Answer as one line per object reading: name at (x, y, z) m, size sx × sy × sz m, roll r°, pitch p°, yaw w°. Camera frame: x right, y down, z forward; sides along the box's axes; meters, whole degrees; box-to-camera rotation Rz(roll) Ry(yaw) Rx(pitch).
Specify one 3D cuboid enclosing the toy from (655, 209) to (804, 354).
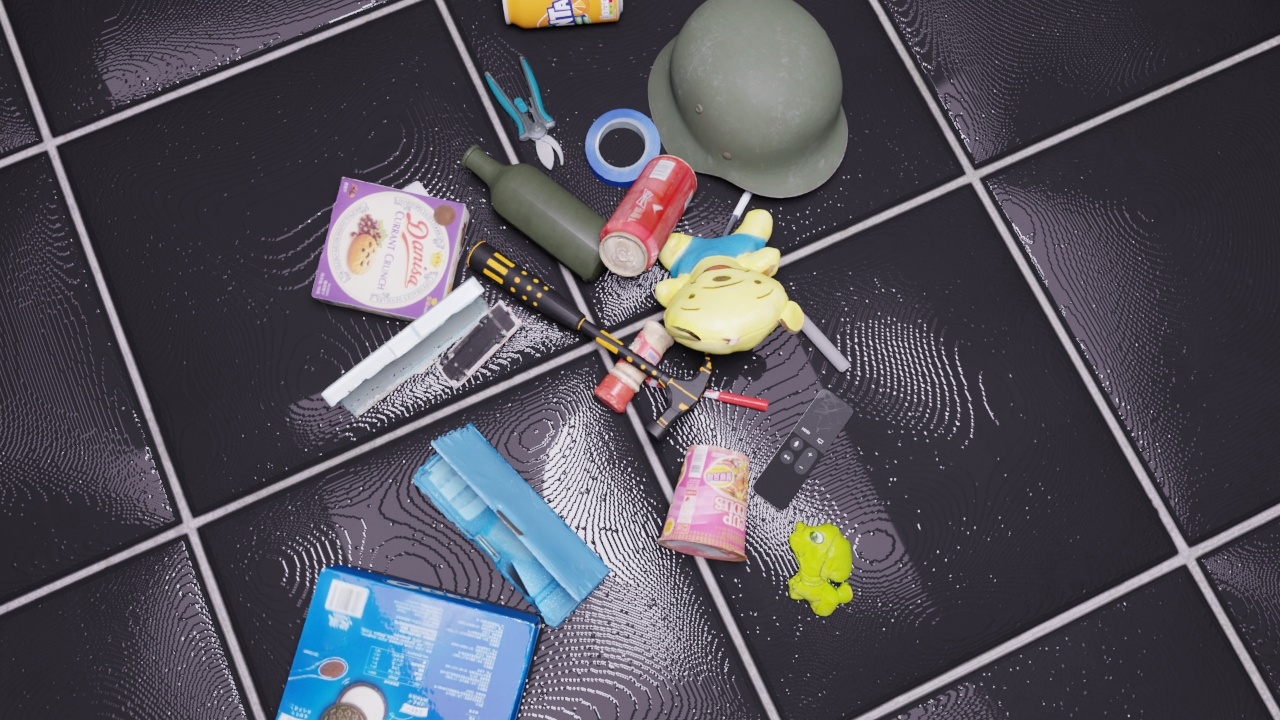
toy at (0.091, -0.076, 1.000) m, size 0.149 × 0.084 × 0.213 m, roll -14°, pitch 36°, yaw 4°

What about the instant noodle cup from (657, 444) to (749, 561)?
instant noodle cup at (0.076, 0.153, 0.994) m, size 0.098 × 0.098 × 0.108 m, roll 12°, pitch 71°, yaw 1°

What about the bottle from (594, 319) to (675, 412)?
bottle at (-0.006, 0.006, 1.044) m, size 0.044 × 0.044 × 0.109 m, roll 35°, pitch 80°, yaw 6°

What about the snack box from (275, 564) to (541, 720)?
snack box at (-0.244, 0.340, 0.963) m, size 0.239 × 0.056 × 0.195 m, roll 14°, pitch 81°, yaw 1°

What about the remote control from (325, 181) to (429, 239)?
remote control at (-0.310, -0.166, 1.087) m, size 0.131 × 0.012 × 0.033 m, roll -35°, pitch 81°, yaw -7°

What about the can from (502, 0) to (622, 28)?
can at (-0.095, -0.449, 1.114) m, size 0.142 × 0.079 × 0.079 m, roll -5°, pitch 79°, yaw -2°

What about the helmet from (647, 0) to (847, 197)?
helmet at (0.135, -0.322, 1.054) m, size 0.227 × 0.154 × 0.267 m, roll -33°, pitch 81°, yaw -7°

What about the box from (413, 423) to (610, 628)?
box at (-0.141, 0.173, 0.977) m, size 0.094 × 0.102 × 0.231 m, roll -43°, pitch 82°, yaw -10°

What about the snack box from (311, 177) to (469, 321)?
snack box at (-0.285, -0.123, 1.056) m, size 0.148 × 0.040 × 0.143 m, roll 12°, pitch 82°, yaw -3°

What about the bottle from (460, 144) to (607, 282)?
bottle at (-0.119, -0.177, 1.064) m, size 0.207 × 0.071 × 0.071 m, roll 38°, pitch 80°, yaw 6°

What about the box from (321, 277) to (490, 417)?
box at (-0.250, -0.015, 0.995) m, size 0.197 × 0.136 × 0.049 m, roll -38°, pitch 84°, yaw -8°

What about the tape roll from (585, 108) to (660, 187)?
tape roll at (-0.021, -0.257, 1.109) m, size 0.091 × 0.016 × 0.093 m, roll -22°, pitch 80°, yaw -5°

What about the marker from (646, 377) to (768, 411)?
marker at (0.077, 0.037, 1.054) m, size 0.142 × 0.013 × 0.012 m, roll 12°, pitch 78°, yaw 1°

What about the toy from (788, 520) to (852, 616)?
toy at (0.197, 0.226, 1.007) m, size 0.094 × 0.036 × 0.093 m, roll 35°, pitch 87°, yaw 5°

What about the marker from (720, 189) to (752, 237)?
marker at (0.134, -0.209, 1.105) m, size 0.011 × 0.011 × 0.152 m, roll 28°, pitch 80°, yaw 4°

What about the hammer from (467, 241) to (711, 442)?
hammer at (-0.064, -0.044, 1.030) m, size 0.320 × 0.036 × 0.123 m, roll 34°, pitch 78°, yaw 15°

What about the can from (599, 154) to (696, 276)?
can at (0.010, -0.164, 1.029) m, size 0.067 × 0.067 × 0.169 m, roll 24°, pitch 46°, yaw 4°

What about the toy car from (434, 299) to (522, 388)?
toy car at (-0.181, -0.018, 1.044) m, size 0.113 × 0.039 × 0.039 m, roll -43°, pitch 82°, yaw 19°

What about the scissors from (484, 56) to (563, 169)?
scissors at (-0.140, -0.304, 1.116) m, size 0.153 × 0.019 × 0.128 m, roll 20°, pitch 81°, yaw 1°

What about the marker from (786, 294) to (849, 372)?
marker at (0.192, -0.042, 1.070) m, size 0.016 × 0.016 × 0.140 m, roll -40°, pitch 82°, yaw -8°

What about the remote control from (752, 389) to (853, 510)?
remote control at (0.185, 0.101, 1.045) m, size 0.045 × 0.008 × 0.146 m, roll 37°, pitch 80°, yaw 6°
